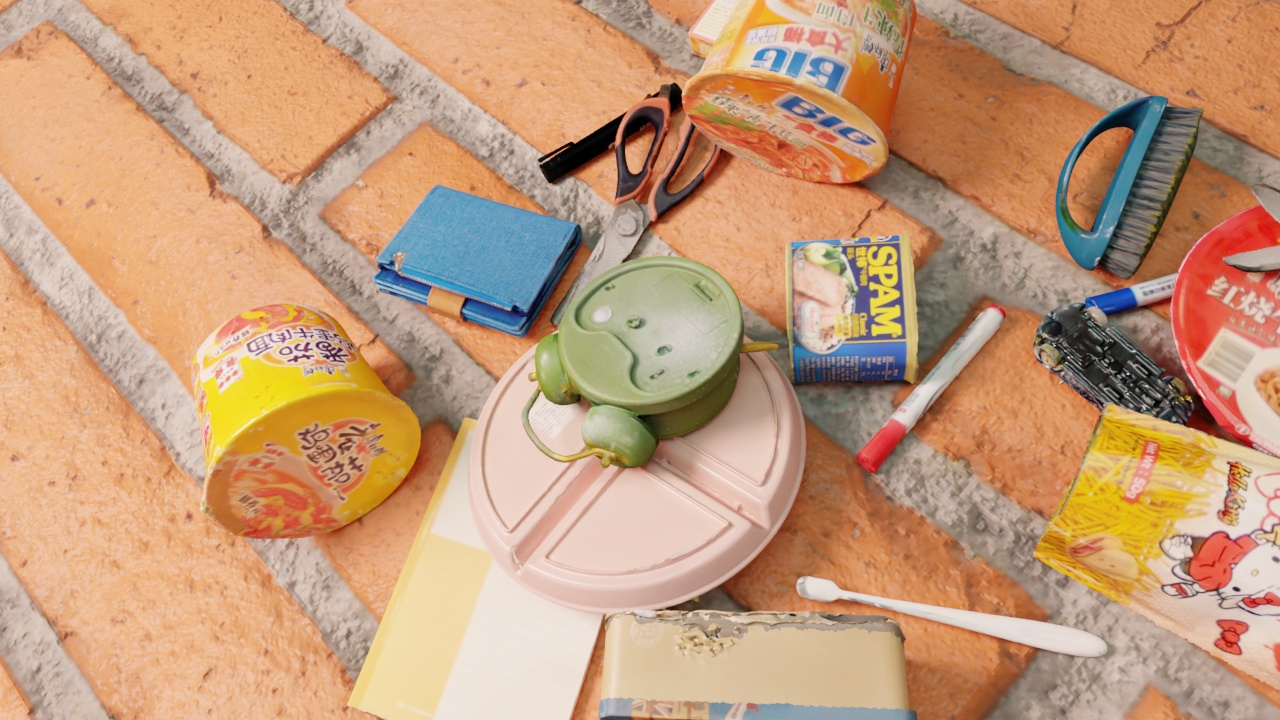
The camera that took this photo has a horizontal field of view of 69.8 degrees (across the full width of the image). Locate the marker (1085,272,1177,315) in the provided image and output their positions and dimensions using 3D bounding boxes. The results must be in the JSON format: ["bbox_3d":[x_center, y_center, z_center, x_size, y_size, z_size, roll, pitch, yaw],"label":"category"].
[{"bbox_3d":[0.372,-0.055,0.613,0.146,0.017,0.017,-16,64,3],"label":"marker"}]

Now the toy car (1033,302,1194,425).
[{"bbox_3d":[0.299,0.009,0.588,0.049,0.031,0.105,-35,66,-8],"label":"toy car"}]

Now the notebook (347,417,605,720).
[{"bbox_3d":[-0.089,0.147,0.606,0.146,0.010,0.206,13,68,16],"label":"notebook"}]

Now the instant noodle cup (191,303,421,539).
[{"bbox_3d":[-0.234,0.035,0.621,0.138,0.138,0.109,-34,56,-7],"label":"instant noodle cup"}]

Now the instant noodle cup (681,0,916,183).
[{"bbox_3d":[0.118,-0.209,0.646,0.151,0.151,0.111,19,82,18],"label":"instant noodle cup"}]

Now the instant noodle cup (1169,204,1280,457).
[{"bbox_3d":[0.415,-0.004,0.555,0.194,0.066,0.193,-4,64,7],"label":"instant noodle cup"}]

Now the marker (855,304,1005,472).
[{"bbox_3d":[0.195,0.017,0.612,0.017,0.017,0.145,39,77,23],"label":"marker"}]

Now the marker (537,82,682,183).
[{"bbox_3d":[-0.023,-0.185,0.742,0.132,0.022,0.020,-32,22,-5],"label":"marker"}]

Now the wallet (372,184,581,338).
[{"bbox_3d":[-0.124,-0.078,0.702,0.133,0.040,0.106,18,61,17],"label":"wallet"}]

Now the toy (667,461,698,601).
[{"bbox_3d":[0.038,0.103,0.592,0.097,0.031,0.100,-10,60,8],"label":"toy"}]

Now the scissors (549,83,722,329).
[{"bbox_3d":[-0.017,-0.121,0.706,0.209,0.015,0.182,-23,80,-8],"label":"scissors"}]

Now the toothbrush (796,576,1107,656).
[{"bbox_3d":[0.184,0.155,0.553,0.180,0.016,0.016,9,69,12],"label":"toothbrush"}]

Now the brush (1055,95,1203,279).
[{"bbox_3d":[0.329,-0.124,0.632,0.073,0.055,0.143,23,72,19],"label":"brush"}]

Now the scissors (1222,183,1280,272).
[{"bbox_3d":[0.441,-0.050,0.526,0.170,0.019,0.174,-21,62,1],"label":"scissors"}]

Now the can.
[{"bbox_3d":[0.142,-0.034,0.624,0.083,0.057,0.102,-2,65,12],"label":"can"}]

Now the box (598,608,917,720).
[{"bbox_3d":[0.070,0.182,0.518,0.184,0.090,0.063,-1,59,11],"label":"box"}]

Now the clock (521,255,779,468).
[{"bbox_3d":[-0.003,0.003,0.583,0.161,0.056,0.116,-35,53,-12],"label":"clock"}]

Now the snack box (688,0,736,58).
[{"bbox_3d":[0.125,-0.262,0.748,0.156,0.027,0.077,28,73,21],"label":"snack box"}]

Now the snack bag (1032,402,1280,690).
[{"bbox_3d":[0.339,0.112,0.506,0.208,0.073,0.129,26,108,23],"label":"snack bag"}]

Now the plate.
[{"bbox_3d":[-0.008,0.052,0.603,0.230,0.028,0.229,-8,53,10],"label":"plate"}]
